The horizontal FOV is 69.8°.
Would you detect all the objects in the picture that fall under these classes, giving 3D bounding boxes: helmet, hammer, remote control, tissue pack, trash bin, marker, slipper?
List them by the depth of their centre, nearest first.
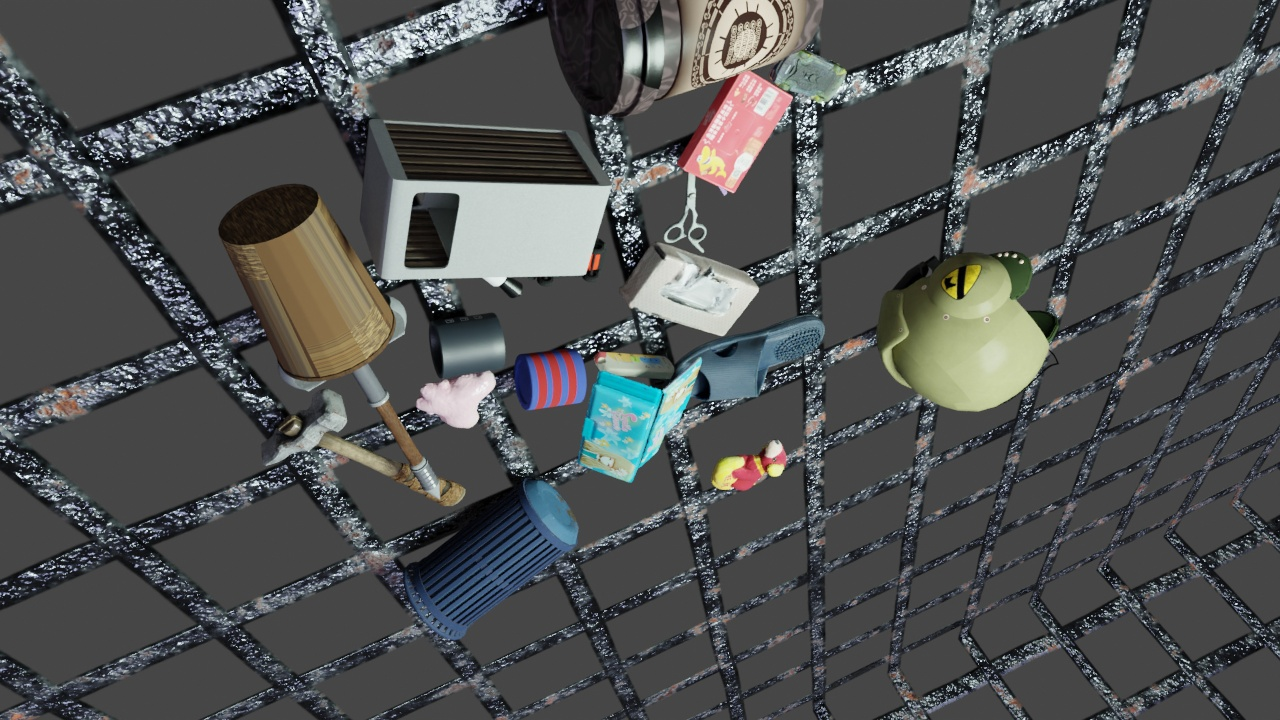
[{"bbox_3d":[-0.165,-0.168,0.965,0.228,0.114,0.115,-4,134,-27],"label":"trash bin"},{"bbox_3d":[-0.182,-0.110,1.086,0.025,0.025,0.126,-39,140,11],"label":"marker"},{"bbox_3d":[-0.309,0.073,1.136,0.155,0.043,0.323,-33,135,-17],"label":"hammer"},{"bbox_3d":[0.073,-0.093,1.228,0.181,0.071,0.104,17,123,-37],"label":"tissue pack"},{"bbox_3d":[-0.352,0.140,1.236,0.122,0.049,0.318,-36,142,12],"label":"hammer"},{"bbox_3d":[-0.008,0.008,1.302,0.125,0.038,0.018,5,129,-34],"label":"remote control"},{"bbox_3d":[0.460,-0.050,1.334,0.233,0.255,0.250,-42,138,10],"label":"helmet"},{"bbox_3d":[0.171,0.012,1.382,0.263,0.082,0.101,-20,142,-12],"label":"slipper"},{"bbox_3d":[-0.222,0.297,1.405,0.250,0.139,0.139,-38,140,8],"label":"trash bin"}]

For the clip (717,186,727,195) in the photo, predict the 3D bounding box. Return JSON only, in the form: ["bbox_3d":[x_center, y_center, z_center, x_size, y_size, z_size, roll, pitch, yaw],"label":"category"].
[{"bbox_3d":[0.105,-0.228,1.143,0.037,0.013,0.053,-26,143,-3],"label":"clip"}]

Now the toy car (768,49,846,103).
[{"bbox_3d":[0.193,-0.334,1.067,0.105,0.033,0.048,5,128,-40],"label":"toy car"}]

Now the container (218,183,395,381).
[{"bbox_3d":[-0.345,-0.083,0.945,0.132,0.132,0.167,-22,134,-9],"label":"container"}]

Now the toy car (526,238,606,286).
[{"bbox_3d":[-0.092,-0.125,1.105,0.100,0.048,0.051,-8,135,-25],"label":"toy car"}]

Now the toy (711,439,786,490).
[{"bbox_3d":[0.189,0.190,1.598,0.137,0.067,0.106,-21,144,2],"label":"toy"}]

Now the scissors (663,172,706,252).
[{"bbox_3d":[0.071,-0.199,1.152,0.090,0.014,0.172,0,135,-28],"label":"scissors"}]

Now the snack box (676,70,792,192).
[{"bbox_3d":[0.111,-0.271,1.082,0.089,0.021,0.133,15,116,-40],"label":"snack box"}]

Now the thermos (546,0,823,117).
[{"bbox_3d":[0.046,-0.339,0.880,0.225,0.172,0.173,-20,140,-22],"label":"thermos"}]

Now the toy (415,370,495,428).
[{"bbox_3d":[-0.245,0.049,1.194,0.095,0.052,0.099,6,129,-32],"label":"toy"}]

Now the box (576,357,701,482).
[{"bbox_3d":[0.000,0.094,1.332,0.172,0.083,0.228,-7,147,-16],"label":"box"}]

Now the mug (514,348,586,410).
[{"bbox_3d":[-0.128,0.031,1.240,0.076,0.075,0.112,-7,162,-25],"label":"mug"}]

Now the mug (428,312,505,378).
[{"bbox_3d":[-0.219,-0.013,1.141,0.077,0.071,0.105,-10,163,-23],"label":"mug"}]
